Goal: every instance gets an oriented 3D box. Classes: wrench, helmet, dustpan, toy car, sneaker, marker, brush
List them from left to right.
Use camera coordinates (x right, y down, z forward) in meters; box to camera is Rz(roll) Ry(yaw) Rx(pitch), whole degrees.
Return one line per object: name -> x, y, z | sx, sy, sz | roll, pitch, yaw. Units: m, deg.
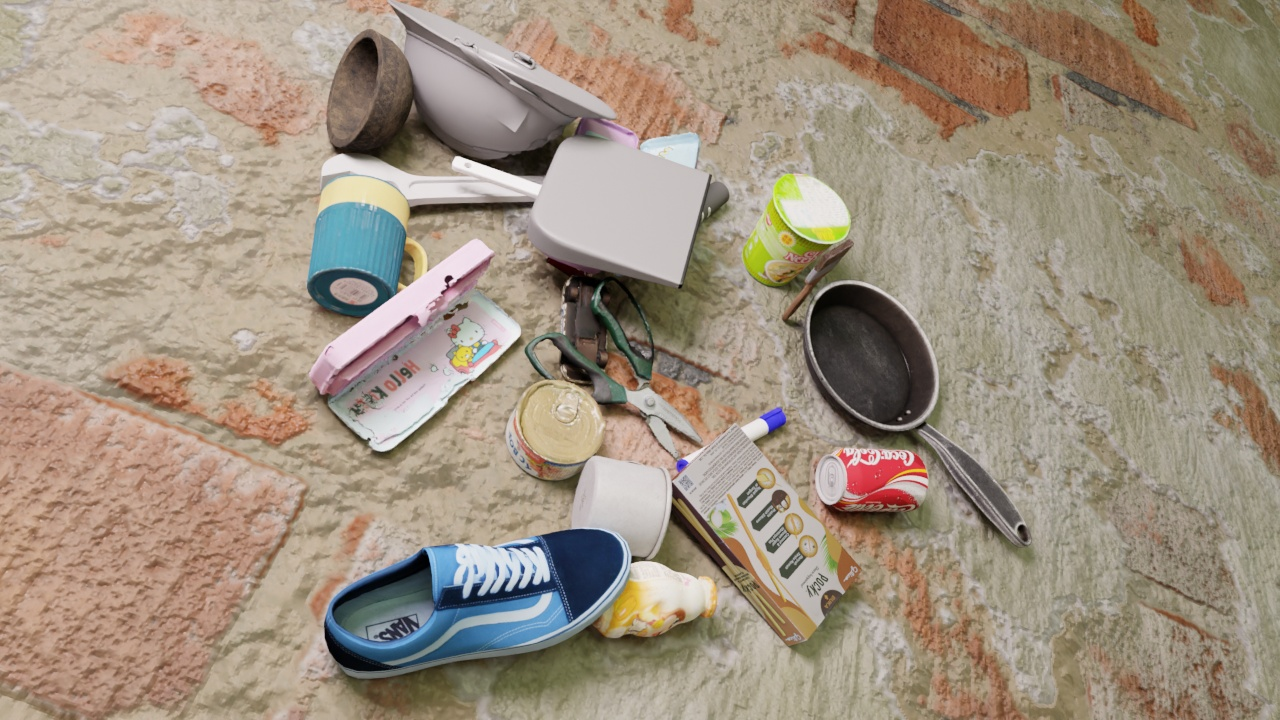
wrench -> -0.197, -0.187, 0.969 | 0.272, 0.018, 0.086 | -9, 51, -33
helmet -> -0.167, -0.277, 0.987 | 0.271, 0.118, 0.183 | 30, 19, 7
sneaker -> -0.115, 0.174, 0.692 | 0.241, 0.098, 0.083 | -14, 57, -17
dustpan -> -0.066, -0.168, 0.935 | 0.257, 0.033, 0.162 | 19, 54, -4
toy car -> -0.058, -0.031, 0.927 | 0.048, 0.041, 0.112 | 8, 74, -21
marker -> 0.094, 0.082, 0.934 | 0.141, 0.020, 0.020 | -23, 71, -35
brush -> 0.186, -0.082, 1.005 | 0.045, 0.143, 0.008 | -32, 75, -28

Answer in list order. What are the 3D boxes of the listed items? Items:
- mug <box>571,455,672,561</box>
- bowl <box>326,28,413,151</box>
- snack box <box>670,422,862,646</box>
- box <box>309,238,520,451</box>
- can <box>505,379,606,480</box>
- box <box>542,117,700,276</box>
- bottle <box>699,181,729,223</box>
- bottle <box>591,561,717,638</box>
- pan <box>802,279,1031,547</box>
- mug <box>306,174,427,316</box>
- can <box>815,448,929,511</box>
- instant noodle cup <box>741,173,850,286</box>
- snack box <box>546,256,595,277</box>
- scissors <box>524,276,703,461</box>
mug -> -0.019, 0.123, 0.823 | 0.070, 0.084, 0.113 | 13, 25, -14
bowl -> -0.267, -0.268, 0.937 | 0.056, 0.121, 0.121 | 12, 53, -41
snack box -> 0.115, 0.162, 0.870 | 0.186, 0.032, 0.100 | 49, 54, 3
box -> -0.188, -0.013, 0.830 | 0.102, 0.087, 0.201 | 49, 51, -6
can -> -0.079, 0.065, 0.849 | 0.086, 0.043, 0.086 | 12, 55, -18
box -> -0.017, -0.178, 0.990 | 0.150, 0.049, 0.213 | 9, 53, 5
bottle -> 0.062, -0.175, 1.080 | 0.030, 0.030, 0.112 | 44, 52, 6
bottle -> 0.011, 0.204, 0.787 | 0.108, 0.063, 0.063 | 5, 58, -22
pan -> 0.309, 0.062, 1.028 | 0.186, 0.055, 0.357 | -29, 82, -36
mug -> -0.250, -0.100, 0.859 | 0.113, 0.083, 0.107 | 30, 46, -41
can -> 0.239, 0.124, 0.947 | 0.104, 0.064, 0.064 | 4, 58, -23
instant noodle cup -> 0.172, -0.143, 1.061 | 0.099, 0.108, 0.098 | 12, 55, -18
snack box -> -0.046, -0.147, 1.009 | 0.051, 0.032, 0.140 | 33, 51, -2
scissors -> -0.001, 0.005, 0.913 | 0.209, 0.015, 0.146 | 36, 65, -12
